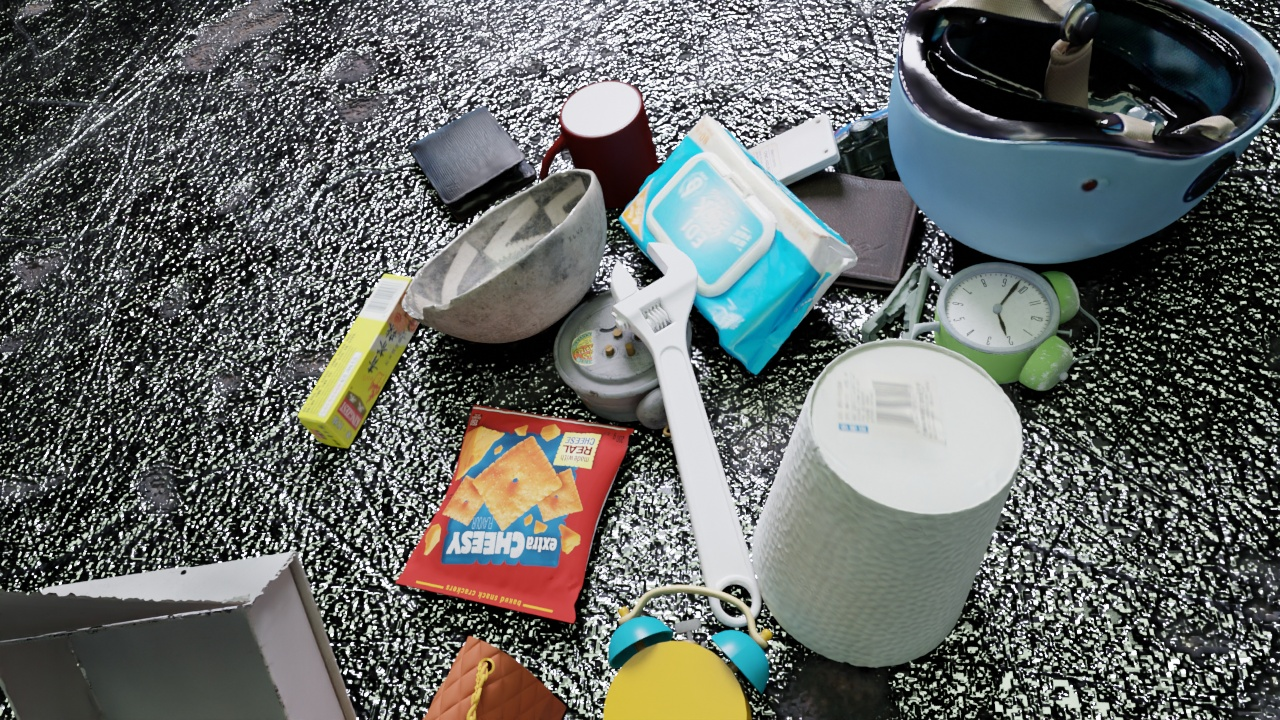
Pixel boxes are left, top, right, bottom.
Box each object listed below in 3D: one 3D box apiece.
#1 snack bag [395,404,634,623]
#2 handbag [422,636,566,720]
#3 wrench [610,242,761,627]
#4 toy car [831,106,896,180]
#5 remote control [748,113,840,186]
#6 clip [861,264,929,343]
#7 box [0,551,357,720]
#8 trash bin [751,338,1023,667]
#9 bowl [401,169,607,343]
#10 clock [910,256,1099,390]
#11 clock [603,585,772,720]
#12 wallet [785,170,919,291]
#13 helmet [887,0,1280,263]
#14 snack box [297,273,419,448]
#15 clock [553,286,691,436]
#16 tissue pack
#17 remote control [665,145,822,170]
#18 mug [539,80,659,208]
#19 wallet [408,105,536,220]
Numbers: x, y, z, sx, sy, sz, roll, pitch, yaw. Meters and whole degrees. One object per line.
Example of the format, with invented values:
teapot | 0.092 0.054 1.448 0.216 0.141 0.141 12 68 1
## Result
snack bag | -0.084 0.102 0.641 0.131 0.039 0.143 7 58 18
handbag | -0.106 0.251 0.499 0.060 0.109 0.171 16 61 23
wrench | 0.033 0.042 0.622 0.066 0.018 0.273 -12 70 -7
toy car | 0.213 -0.189 0.760 0.120 0.056 0.043 -21 30 5
remote control | 0.098 -0.157 0.767 0.136 0.011 0.050 -22 51 24
clip | 0.197 -0.040 0.681 0.057 0.023 0.076 21 65 24
box | -0.278 0.167 0.453 0.167 0.339 0.160 -10 64 7
trash bin | 0.135 0.078 0.513 0.133 0.162 0.133 -1 52 1
bowl | -0.092 -0.070 0.727 0.179 0.081 0.178 -28 28 16
clock | 0.256 -0.026 0.643 0.119 0.042 0.094 11 60 21
clock | 0.025 0.199 0.546 0.099 0.044 0.129 4 64 17
wallet | 0.156 -0.106 0.734 0.120 0.031 0.099 12 63 21
helmet | 0.300 -0.172 0.655 0.265 0.167 0.225 -20 55 -12
snack box | -0.223 -0.002 0.748 0.029 0.040 0.147 10 59 21
clock | -0.004 0.004 0.679 0.104 0.056 0.147 -29 52 -7
tissue pack | 0.066 -0.098 0.708 0.117 0.066 0.209 -47 51 16
remote control | 0.090 -0.177 0.810 0.140 0.009 0.030 1 56 15
mug | -0.040 -0.182 0.800 0.105 0.083 0.073 -24 54 -3
wallet | -0.164 -0.192 0.875 0.089 0.026 0.115 -33 54 -8
